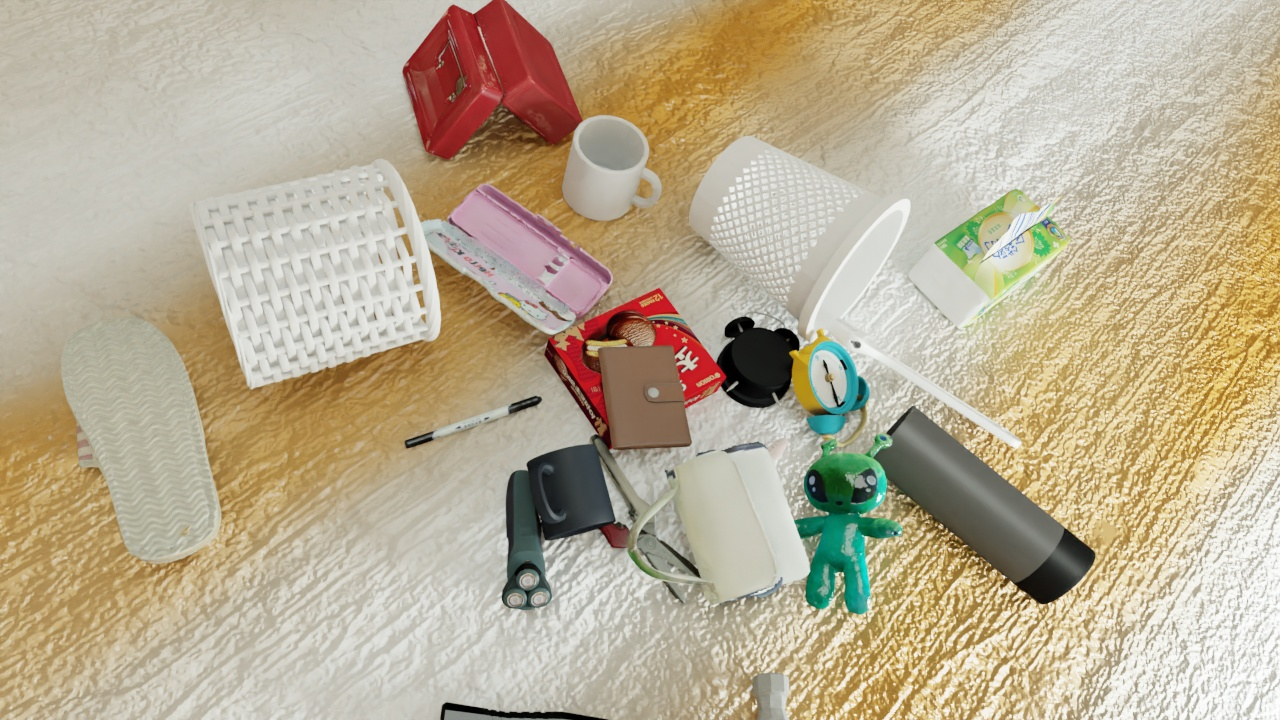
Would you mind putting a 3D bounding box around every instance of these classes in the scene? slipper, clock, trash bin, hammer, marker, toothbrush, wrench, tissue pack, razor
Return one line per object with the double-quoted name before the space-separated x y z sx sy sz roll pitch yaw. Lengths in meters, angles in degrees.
"slipper" -0.465 0.074 0.856 0.114 0.052 0.263 -22 65 -22
"clock" 0.137 -0.005 1.062 0.091 0.043 0.120 17 58 -4
"trash bin" 0.176 -0.158 1.088 0.199 0.196 0.195 38 58 19
"hammer" -0.016 0.342 0.828 0.328 0.039 0.131 8 60 -10
"clock" 0.217 0.033 1.045 0.098 0.044 0.129 -36 102 -38
"marker" -0.173 0.064 0.961 0.152 0.011 0.011 -19 67 -23
"toothbrush" 0.105 0.138 0.988 0.015 0.018 0.180 45 59 9
"wrench" 0.337 0.027 1.087 0.273 0.018 0.066 32 17 -4
"tissue pack" 0.464 -0.150 1.172 0.120 0.142 0.197 45 60 12
"razor" -0.114 0.172 0.898 0.047 0.052 0.142 0 51 -12

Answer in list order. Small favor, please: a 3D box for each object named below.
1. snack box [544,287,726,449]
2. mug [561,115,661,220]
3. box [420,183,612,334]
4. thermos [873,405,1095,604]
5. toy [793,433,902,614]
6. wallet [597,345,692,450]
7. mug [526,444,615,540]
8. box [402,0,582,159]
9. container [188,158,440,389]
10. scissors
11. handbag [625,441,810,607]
"snack box" -0.006 0.006 1.023 0.151 0.036 0.132 -27 70 -26
"mug" -0.031 -0.226 1.117 0.121 0.090 0.090 28 58 2
"box" -0.145 -0.109 1.041 0.201 0.067 0.153 36 48 8
"thermos" 0.368 0.158 1.005 0.240 0.082 0.082 40 59 10
"toy" 0.214 0.166 0.962 0.131 0.072 0.193 -2 68 30
"wallet" 0.004 0.037 0.976 0.087 0.013 0.120 -2 61 -15
"mug" -0.075 0.127 0.882 0.071 0.105 0.077 -21 75 19
"box" -0.176 -0.344 1.154 0.170 0.157 0.156 7 55 -43
"container" -0.318 -0.086 0.905 0.186 0.190 0.189 -18 67 -22
"scissors" -0.020 0.159 0.943 0.185 0.015 0.179 5 60 -12
"handbag" 0.070 0.168 0.905 0.175 0.074 0.151 -9 72 -28
